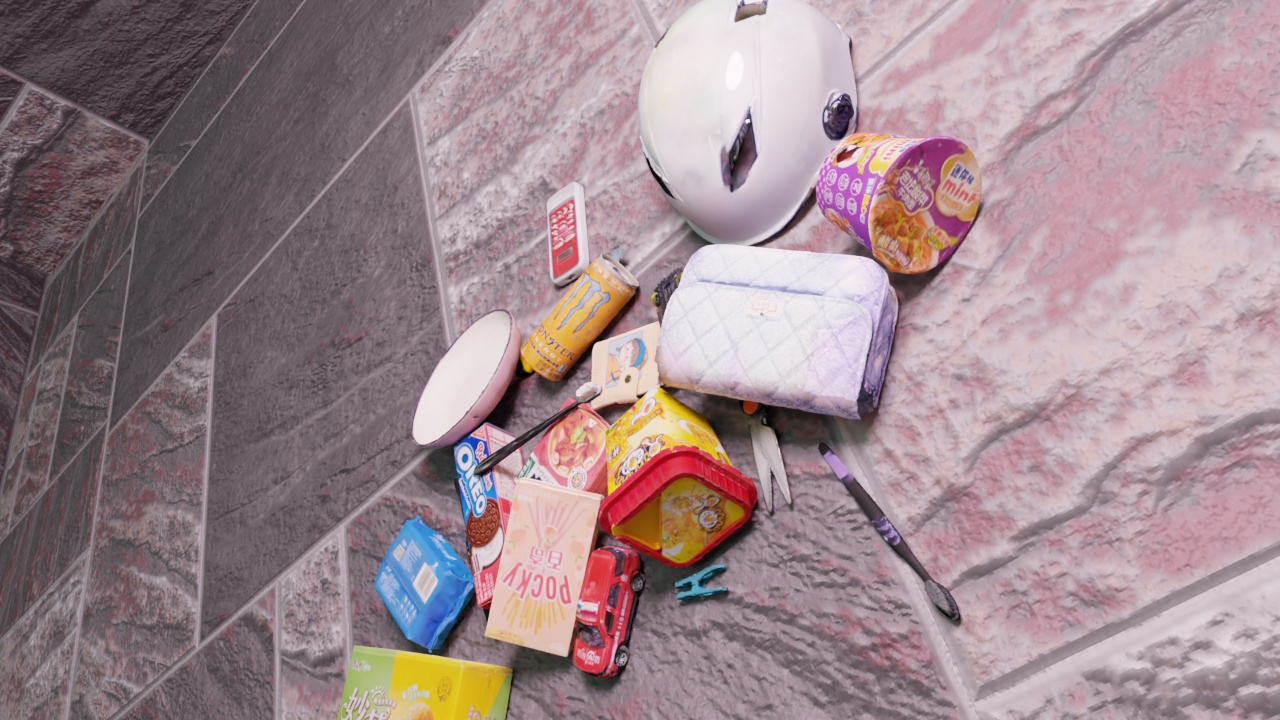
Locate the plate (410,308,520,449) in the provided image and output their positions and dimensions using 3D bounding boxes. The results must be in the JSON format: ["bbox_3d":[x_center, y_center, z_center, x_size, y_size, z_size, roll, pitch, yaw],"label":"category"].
[{"bbox_3d":[-0.203,0.028,1.104,0.193,0.039,0.192,-37,32,28],"label":"plate"}]

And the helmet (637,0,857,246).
[{"bbox_3d":[0.085,-0.258,0.908,0.230,0.145,0.258,1,71,45],"label":"helmet"}]

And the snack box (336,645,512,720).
[{"bbox_3d":[-0.236,0.389,0.956,0.211,0.070,0.157,-9,64,41],"label":"snack box"}]

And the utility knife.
[{"bbox_3d":[-0.081,-0.054,1.063,0.207,0.015,0.033,-47,44,20],"label":"utility knife"}]

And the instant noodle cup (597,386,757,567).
[{"bbox_3d":[0.026,0.100,0.823,0.116,0.116,0.123,-43,34,21],"label":"instant noodle cup"}]

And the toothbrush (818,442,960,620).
[{"bbox_3d":[0.187,0.126,0.714,0.014,0.016,0.189,-49,43,15],"label":"toothbrush"}]

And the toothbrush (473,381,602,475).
[{"bbox_3d":[-0.112,0.073,0.961,0.181,0.018,0.015,-35,50,22],"label":"toothbrush"}]

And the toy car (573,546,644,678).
[{"bbox_3d":[-0.034,0.233,0.857,0.053,0.045,0.120,-6,69,44],"label":"toy car"}]

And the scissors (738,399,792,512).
[{"bbox_3d":[0.096,0.035,0.851,0.163,0.021,0.233,-7,71,49],"label":"scissors"}]

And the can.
[{"bbox_3d":[-0.068,-0.046,1.018,0.146,0.058,0.058,-49,44,15],"label":"can"}]

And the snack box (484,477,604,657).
[{"bbox_3d":[-0.092,0.198,0.886,0.084,0.026,0.157,12,91,6],"label":"snack box"}]

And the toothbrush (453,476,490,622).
[{"bbox_3d":[-0.181,0.210,1.025,0.026,0.027,0.212,-58,39,28],"label":"toothbrush"}]

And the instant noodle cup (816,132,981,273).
[{"bbox_3d":[0.207,-0.141,0.766,0.111,0.111,0.099,-57,36,7],"label":"instant noodle cup"}]

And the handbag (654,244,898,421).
[{"bbox_3d":[0.114,-0.028,0.789,0.194,0.075,0.134,8,76,32],"label":"handbag"}]

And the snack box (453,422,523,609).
[{"bbox_3d":[-0.152,0.168,0.995,0.057,0.058,0.207,-37,48,22],"label":"snack box"}]

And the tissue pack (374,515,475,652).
[{"bbox_3d":[-0.246,0.252,1.048,0.157,0.052,0.095,34,93,47],"label":"tissue pack"}]

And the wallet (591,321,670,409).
[{"bbox_3d":[-0.006,0.006,0.959,0.115,0.024,0.087,-17,54,37],"label":"wallet"}]

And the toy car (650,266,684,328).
[{"bbox_3d":[0.041,-0.040,0.905,0.049,0.031,0.106,-37,50,39],"label":"toy car"}]

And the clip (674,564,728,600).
[{"bbox_3d":[0.053,0.198,0.811,0.056,0.014,0.040,-25,54,32],"label":"clip"}]

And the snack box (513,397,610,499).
[{"bbox_3d":[-0.074,0.108,0.956,0.113,0.044,0.127,-57,42,6],"label":"snack box"}]

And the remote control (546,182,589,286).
[{"bbox_3d":[-0.090,-0.156,1.122,0.056,0.020,0.135,-28,53,33],"label":"remote control"}]
